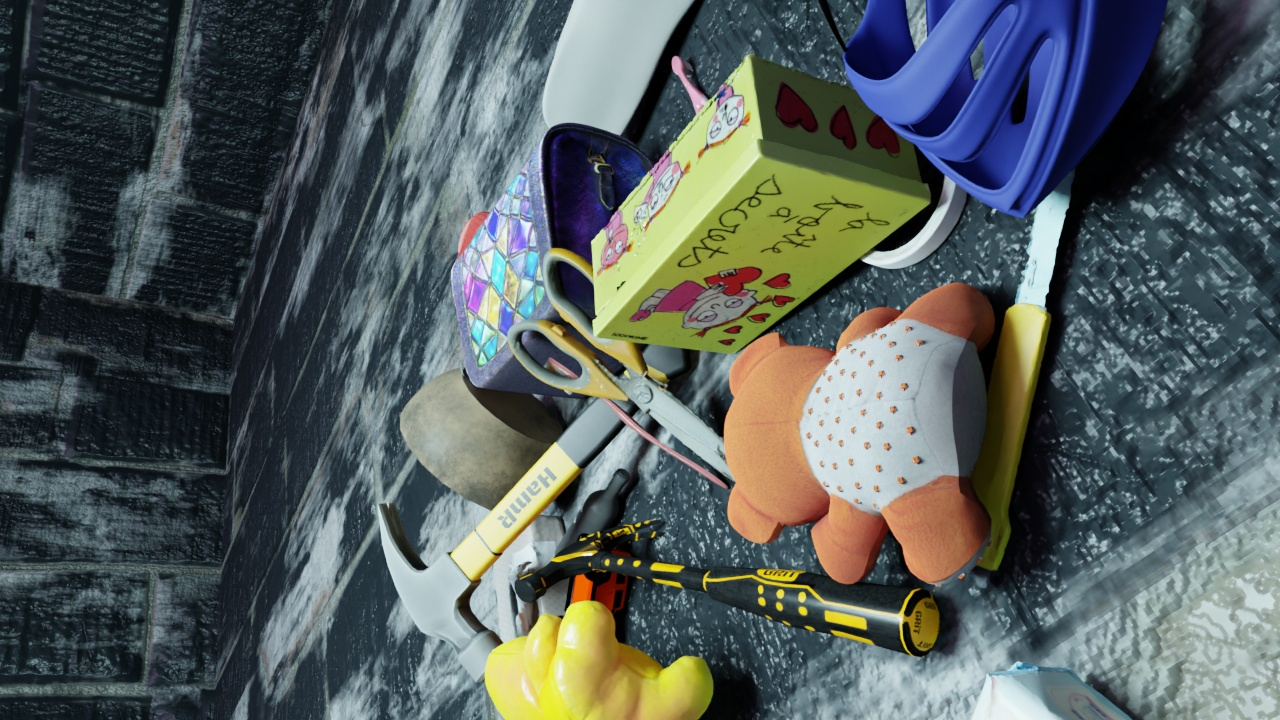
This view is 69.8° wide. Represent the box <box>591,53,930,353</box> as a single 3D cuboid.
[{"bbox_3d":[0.063,-0.086,0.591,0.222,0.124,0.081,-37,51,54],"label":"box"}]

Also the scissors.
[{"bbox_3d":[-0.003,0.005,0.679,0.228,0.016,0.134,31,118,20],"label":"scissors"}]

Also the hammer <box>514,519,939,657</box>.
[{"bbox_3d":[0.050,0.145,0.604,0.321,0.123,0.036,-4,104,49],"label":"hammer"}]

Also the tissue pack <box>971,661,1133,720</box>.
[{"bbox_3d":[0.194,0.214,0.354,0.182,0.070,0.112,40,114,55],"label":"tissue pack"}]

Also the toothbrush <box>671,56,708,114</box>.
[{"bbox_3d":[0.051,-0.215,0.775,0.022,0.016,0.134,-52,43,39],"label":"toothbrush"}]

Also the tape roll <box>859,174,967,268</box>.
[{"bbox_3d":[0.159,-0.103,0.561,0.093,0.013,0.093,-26,59,54],"label":"tape roll"}]

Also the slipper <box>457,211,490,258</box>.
[{"bbox_3d":[-0.181,-0.116,1.084,0.249,0.059,0.104,43,118,53],"label":"slipper"}]

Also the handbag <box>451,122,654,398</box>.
[{"bbox_3d":[-0.079,-0.094,0.844,0.205,0.125,0.221,-41,50,46],"label":"handbag"}]

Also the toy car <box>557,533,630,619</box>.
[{"bbox_3d":[-0.039,0.195,0.763,0.051,0.048,0.100,4,84,58],"label":"toy car"}]

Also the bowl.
[{"bbox_3d":[-0.140,0.068,0.869,0.070,0.162,0.162,-53,37,12],"label":"bowl"}]

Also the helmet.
[{"bbox_3d":[0.132,-0.199,0.430,0.148,0.227,0.241,166,113,-67],"label":"helmet"}]

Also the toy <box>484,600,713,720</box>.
[{"bbox_3d":[-0.034,0.243,0.651,0.194,0.134,0.087,-41,22,57],"label":"toy"}]

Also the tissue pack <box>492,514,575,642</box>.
[{"bbox_3d":[-0.098,0.234,0.838,0.104,0.071,0.181,-53,36,38],"label":"tissue pack"}]

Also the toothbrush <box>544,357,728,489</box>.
[{"bbox_3d":[-0.007,0.050,0.708,0.184,0.015,0.015,33,81,25],"label":"toothbrush"}]

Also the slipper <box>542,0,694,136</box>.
[{"bbox_3d":[-0.011,-0.324,0.834,0.080,0.113,0.266,-99,31,-64],"label":"slipper"}]

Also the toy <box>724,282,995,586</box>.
[{"bbox_3d":[0.117,0.042,0.516,0.173,0.092,0.163,-13,66,52],"label":"toy"}]

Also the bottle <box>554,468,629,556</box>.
[{"bbox_3d":[-0.039,0.136,0.799,0.113,0.030,0.030,-59,36,30],"label":"bottle"}]

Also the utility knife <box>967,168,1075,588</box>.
[{"bbox_3d":[0.192,0.008,0.469,0.030,0.019,0.218,17,100,56],"label":"utility knife"}]

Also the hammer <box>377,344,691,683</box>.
[{"bbox_3d":[-0.081,0.096,0.754,0.325,0.034,0.170,-46,73,6],"label":"hammer"}]
